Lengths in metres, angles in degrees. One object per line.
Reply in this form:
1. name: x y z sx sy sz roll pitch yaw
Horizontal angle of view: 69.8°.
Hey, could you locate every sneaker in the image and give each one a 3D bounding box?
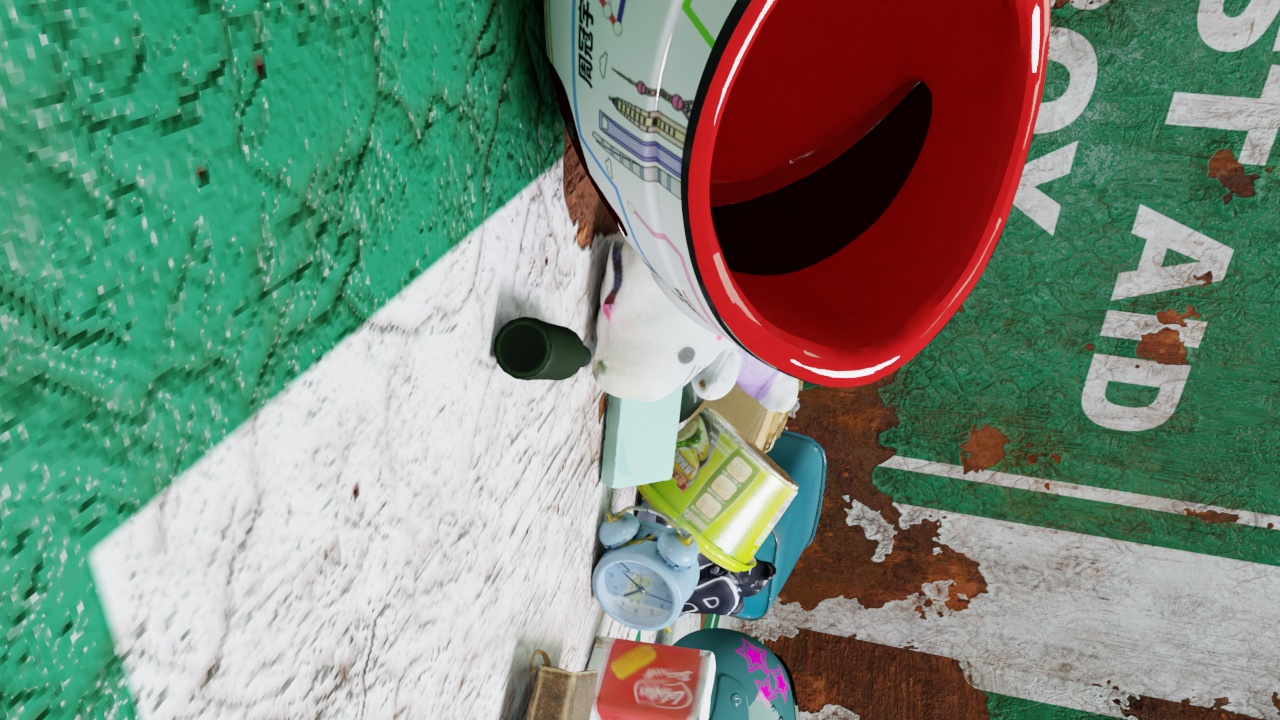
1. sneaker: 0.075 0.205 1.011 0.097 0.151 0.253 -69 161 -46

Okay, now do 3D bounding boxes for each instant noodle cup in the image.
1. instant noodle cup: 0.074 0.116 0.861 0.098 0.146 0.146 -50 170 5

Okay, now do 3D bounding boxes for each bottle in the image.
1. bottle: -0.049 -0.004 0.523 0.123 0.033 0.033 9 89 -80
2. bottle: 0.034 0.027 0.905 0.108 0.060 0.060 -28 125 -76

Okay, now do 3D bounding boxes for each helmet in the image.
1. helmet: 0.100 0.507 1.251 0.177 0.200 0.274 -27 -123 47
2. helmet: 0.067 -0.169 0.470 0.236 0.230 0.315 -122 -160 -48

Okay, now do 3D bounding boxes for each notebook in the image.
1. notebook: -0.071 0.305 0.600 0.190 0.034 0.215 82 19 -70

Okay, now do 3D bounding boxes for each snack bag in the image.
1. snack bag: 0.006 0.290 0.817 0.076 0.116 0.036 -70 158 -47

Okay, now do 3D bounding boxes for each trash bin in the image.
1. trash bin: 0.131 0.217 1.247 0.218 0.199 0.197 -45 142 -61

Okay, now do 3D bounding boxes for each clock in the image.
1. clock: 0.004 0.177 0.792 0.051 0.089 0.125 -50 149 -58

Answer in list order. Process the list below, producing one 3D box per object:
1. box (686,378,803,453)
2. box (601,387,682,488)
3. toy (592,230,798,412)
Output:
1. box: 0.119 -0.033 0.941 0.091 0.128 0.250 -32 146 -45
2. box: -0.002 0.005 0.783 0.112 0.078 0.187 -133 -132 -66
3. toy: 0.048 -0.033 0.702 0.209 0.086 0.138 8 98 -41
